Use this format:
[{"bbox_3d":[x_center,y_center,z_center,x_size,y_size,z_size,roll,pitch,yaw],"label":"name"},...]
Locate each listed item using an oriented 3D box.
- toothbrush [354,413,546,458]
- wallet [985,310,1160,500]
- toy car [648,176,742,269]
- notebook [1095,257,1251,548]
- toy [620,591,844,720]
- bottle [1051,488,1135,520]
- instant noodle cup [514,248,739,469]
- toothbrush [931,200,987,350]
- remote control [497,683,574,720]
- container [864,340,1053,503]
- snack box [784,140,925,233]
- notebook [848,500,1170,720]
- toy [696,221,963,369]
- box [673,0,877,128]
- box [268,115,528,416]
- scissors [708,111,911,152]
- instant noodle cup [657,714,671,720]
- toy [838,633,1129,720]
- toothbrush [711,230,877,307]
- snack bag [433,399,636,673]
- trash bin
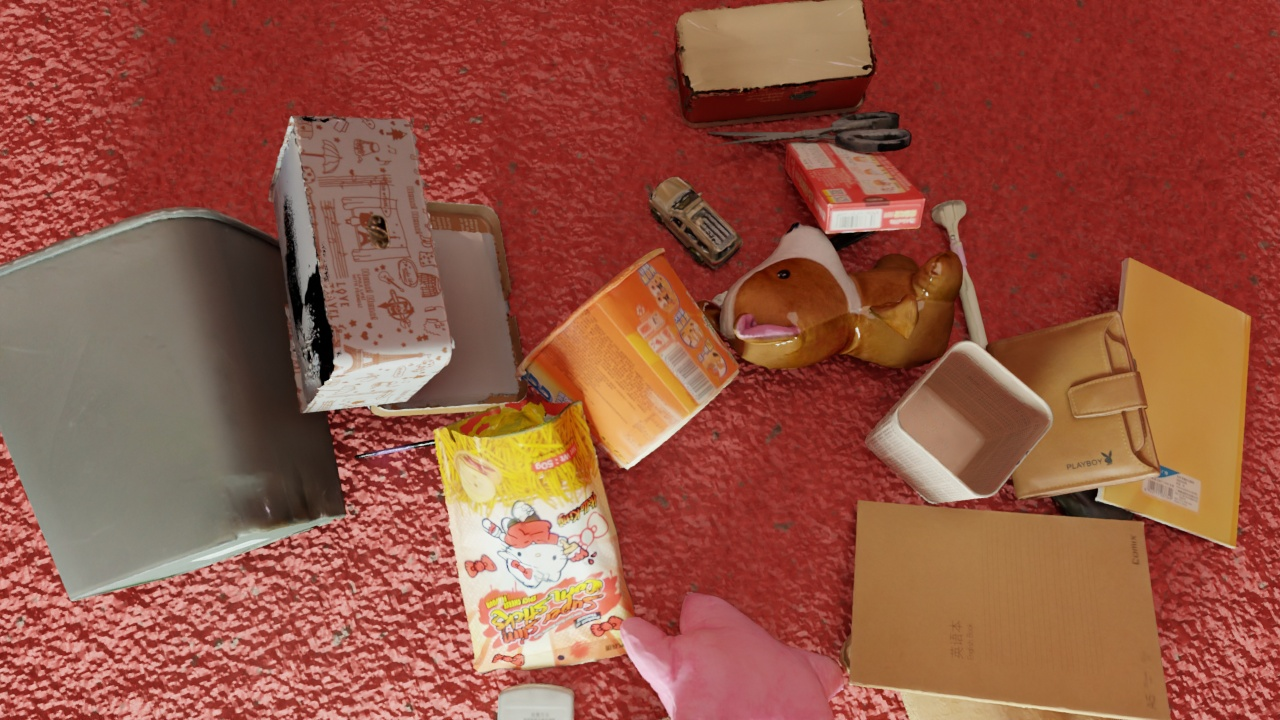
[{"bbox_3d":[-0.138,0.063,0.747,0.189,0.014,0.016,-11,89,-4],"label":"toothbrush"},{"bbox_3d":[0.334,0.036,0.714,0.108,0.031,0.131,-18,68,37],"label":"wallet"},{"bbox_3d":[0.046,-0.122,0.788,0.042,0.035,0.090,-41,78,-12],"label":"toy car"},{"bbox_3d":[0.438,0.034,0.747,0.145,0.010,0.206,19,73,-17],"label":"notebook"},{"bbox_3d":[0.076,0.230,0.660,0.194,0.178,0.075,16,116,-28],"label":"toy"},{"bbox_3d":[0.367,0.102,0.737,0.080,0.044,0.194,3,77,-8],"label":"bottle"},{"bbox_3d":[-0.004,0.004,0.703,0.151,0.151,0.111,-41,89,-11],"label":"instant noodle cup"},{"bbox_3d":[0.283,-0.047,0.785,0.029,0.020,0.189,-15,76,26],"label":"toothbrush"},{"bbox_3d":[-0.079,0.319,0.680,0.058,0.021,0.150,1,76,-1],"label":"remote control"},{"bbox_3d":[0.237,0.054,0.710,0.090,0.111,0.090,43,78,8],"label":"container"},{"bbox_3d":[0.171,-0.146,0.752,0.075,0.152,0.025,-3,121,-3],"label":"snack box"},{"bbox_3d":[0.266,0.180,0.680,0.212,0.012,0.149,3,54,14],"label":"notebook"},{"bbox_3d":[0.150,-0.047,0.724,0.199,0.140,0.130,-10,95,-8],"label":"toy"},{"bbox_3d":[0.115,-0.267,0.802,0.168,0.077,0.091,-6,76,-2],"label":"box"},{"bbox_3d":[-0.157,-0.062,0.663,0.204,0.158,0.180,-2,74,-35],"label":"box"},{"bbox_3d":[0.152,-0.197,0.798,0.163,0.014,0.165,-24,36,-31],"label":"scissors"},{"bbox_3d":[0.011,0.320,0.644,0.111,0.112,0.123,-16,69,-6],"label":"instant noodle cup"},{"bbox_3d":[0.263,0.260,0.680,0.226,0.083,0.143,8,61,3],"label":"toy"},{"bbox_3d":[0.138,-0.086,0.792,0.181,0.018,0.015,-27,75,-10],"label":"toothbrush"},{"bbox_3d":[-0.077,0.134,0.675,0.128,0.073,0.208,-10,107,-5],"label":"snack bag"},{"bbox_3d":[-0.331,0.036,0.661,0.199,0.198,0.219,-20,84,2],"label":"trash bin"}]
